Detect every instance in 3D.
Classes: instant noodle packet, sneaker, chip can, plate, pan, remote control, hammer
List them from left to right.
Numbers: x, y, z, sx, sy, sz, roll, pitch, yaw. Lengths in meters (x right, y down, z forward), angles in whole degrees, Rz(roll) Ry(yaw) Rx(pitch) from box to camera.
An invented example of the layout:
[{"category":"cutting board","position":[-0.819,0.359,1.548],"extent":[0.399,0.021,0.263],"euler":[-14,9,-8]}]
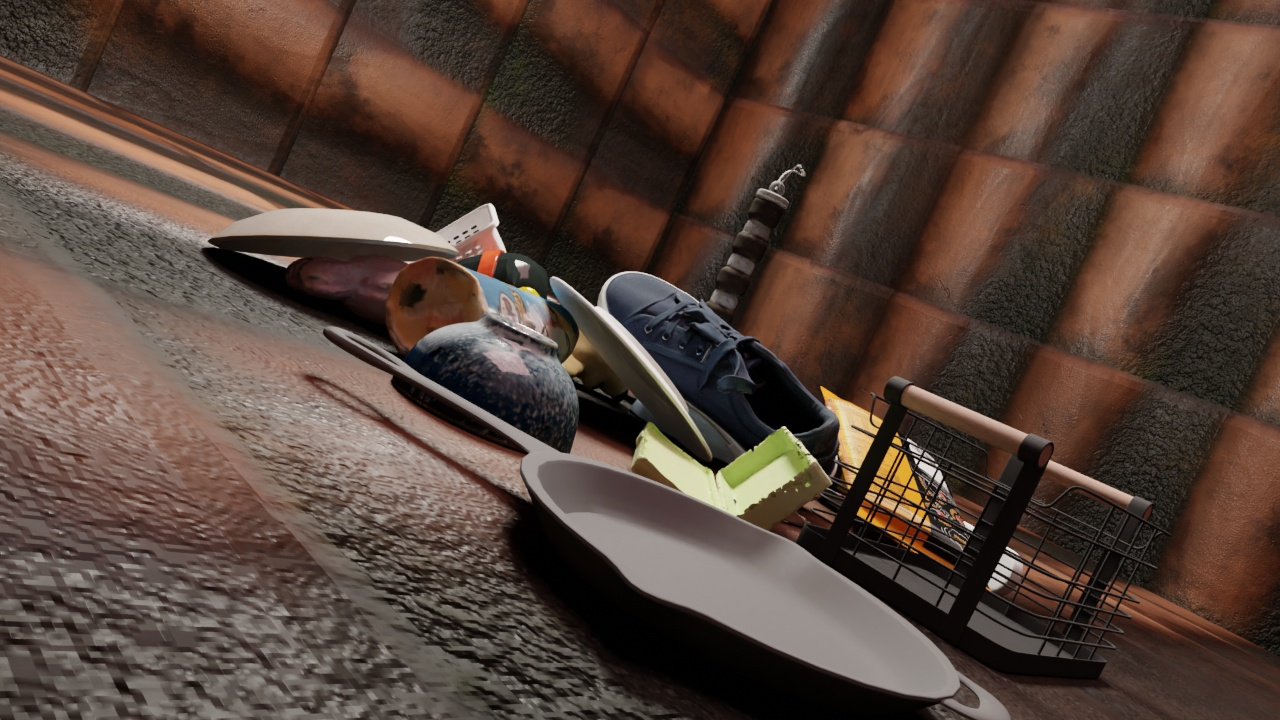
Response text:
[{"category":"plate","position":[-0.240,-0.100,0.730],"extent":[0.189,0.027,0.188],"euler":[1,2,0]},{"category":"chip can","position":[-0.111,-0.024,0.716],"extent":[0.080,0.080,0.229],"euler":[26,3,13]},{"category":"pan","position":[-0.017,0.066,0.403],"extent":[0.355,0.024,0.216],"euler":[27,4,23]},{"category":"plate","position":[-0.005,0.004,0.794],"extent":[0.208,0.015,0.209],"euler":[48,-7,8]},{"category":"sneaker","position":[0.066,-0.007,0.834],"extent":[0.294,0.120,0.127],"euler":[43,-31,27]},{"category":"hammer","position":[0.103,-0.084,1.071],"extent":[0.176,0.326,0.079],"euler":[23,4,-34]},{"category":"instant noodle packet","position":[0.246,0.117,0.867],"extent":[0.160,0.032,0.220],"euler":[32,24,-12]},{"category":"remote control","position":[0.326,0.189,0.889],"extent":[0.013,0.043,0.136],"euler":[25,3,-10]}]

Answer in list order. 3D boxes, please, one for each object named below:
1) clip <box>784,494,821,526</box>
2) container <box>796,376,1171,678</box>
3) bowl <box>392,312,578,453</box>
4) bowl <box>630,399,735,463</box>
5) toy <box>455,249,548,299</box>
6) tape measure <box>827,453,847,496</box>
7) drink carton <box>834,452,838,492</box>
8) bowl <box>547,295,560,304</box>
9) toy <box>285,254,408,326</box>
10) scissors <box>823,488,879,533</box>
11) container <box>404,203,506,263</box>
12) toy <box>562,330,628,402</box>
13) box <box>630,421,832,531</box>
[{"category":"clip","position":[0.118,0.104,0.700],"extent":[0.024,0.041,0.060],"euler":[26,-2,37]},{"category":"container","position":[0.245,0.117,0.640],"extent":[0.241,0.130,0.163],"euler":[22,5,-45]},{"category":"bowl","position":[-0.083,0.007,0.549],"extent":[0.114,0.061,0.114],"euler":[24,3,-2]},{"category":"bowl","position":[0.073,0.049,0.942],"extent":[0.150,0.075,0.150],"euler":[26,3,-2]},{"category":"toy","position":[-0.151,-0.062,0.916],"extent":[0.119,0.098,0.099],"euler":[3,47,4]},{"category":"tape measure","position":[0.210,0.117,0.930],"extent":[0.062,0.038,0.067],"euler":[23,2,-26]},{"category":"drink carton","position":[0.193,0.112,1.078],"extent":[0.125,0.048,0.076],"euler":[27,3,22]},{"category":"bowl","position":[-0.157,-0.061,1.054],"extent":[0.116,0.066,0.116],"euler":[25,3,-2]},{"category":"toy","position":[-0.213,-0.057,0.700],"extent":[0.105,0.053,0.108],"euler":[11,7,-37]},{"category":"scissors","position":[0.213,0.148,0.944],"extent":[0.199,0.015,0.179],"euler":[25,3,10]},{"category":"container","position":[-0.198,-0.106,0.973],"extent":[0.049,0.129,0.080],"euler":[59,2,-28]},{"category":"toy","position":[-0.033,-0.013,0.949],"extent":[0.106,0.108,0.134],"euler":[52,-1,-9]},{"category":"box","position":[0.056,0.077,0.618],"extent":[0.130,0.064,0.188],"euler":[5,2,1]}]
